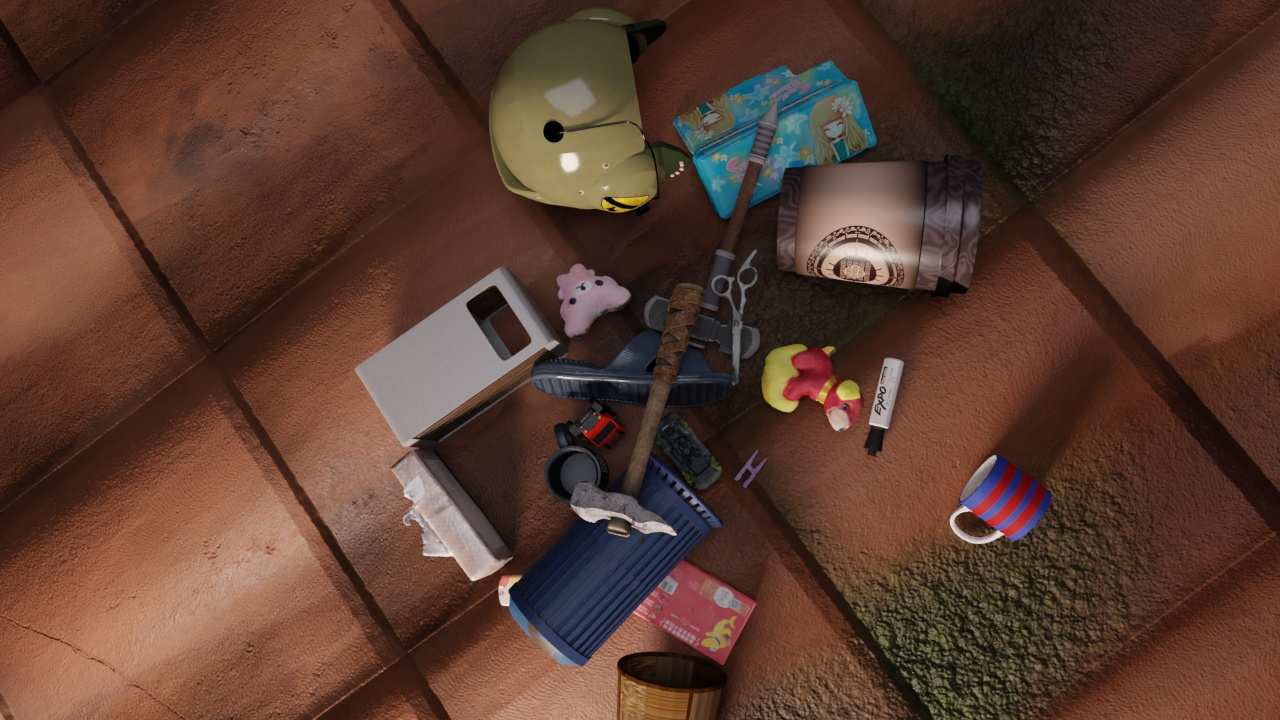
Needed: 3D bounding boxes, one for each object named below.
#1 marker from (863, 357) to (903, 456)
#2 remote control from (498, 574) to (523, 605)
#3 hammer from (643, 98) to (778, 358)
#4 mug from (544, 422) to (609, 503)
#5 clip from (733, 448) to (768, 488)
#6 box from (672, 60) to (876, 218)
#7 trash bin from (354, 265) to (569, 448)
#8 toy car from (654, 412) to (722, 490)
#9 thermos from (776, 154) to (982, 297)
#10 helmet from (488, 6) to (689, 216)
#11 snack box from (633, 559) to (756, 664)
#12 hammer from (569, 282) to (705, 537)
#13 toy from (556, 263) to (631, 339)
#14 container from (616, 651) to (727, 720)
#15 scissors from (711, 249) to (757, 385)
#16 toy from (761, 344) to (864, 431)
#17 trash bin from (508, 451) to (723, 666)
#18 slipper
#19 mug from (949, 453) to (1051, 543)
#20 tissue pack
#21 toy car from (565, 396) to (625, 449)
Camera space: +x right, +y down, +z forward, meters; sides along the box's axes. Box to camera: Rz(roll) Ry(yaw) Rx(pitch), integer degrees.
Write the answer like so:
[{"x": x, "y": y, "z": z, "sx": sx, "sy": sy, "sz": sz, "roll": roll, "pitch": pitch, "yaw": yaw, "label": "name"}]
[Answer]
[{"x": 0.307, "y": 0.060, "z": 1.163, "sx": 0.025, "sy": 0.025, "sz": 0.126, "roll": 14, "pitch": 85, "yaw": 8, "label": "marker"}, {"x": -0.123, "y": 0.296, "z": 1.183, "sx": 0.126, "sy": 0.018, "sz": 0.038, "roll": -2, "pitch": 83, "yaw": 8, "label": "remote control"}, {"x": 0.120, "y": -0.171, "z": 1.167, "sx": 0.156, "sy": 0.043, "sz": 0.322, "roll": 19, "pitch": 98, "yaw": 8, "label": "hammer"}, {"x": -0.086, "y": 0.129, "z": 1.169, "sx": 0.071, "sy": 0.077, "sz": 0.105, "roll": -21, "pitch": 81, "yaw": 3, "label": "mug"}, {"x": 0.145, "y": 0.141, "z": 1.177, "sx": 0.053, "sy": 0.013, "sz": 0.037, "roll": -37, "pitch": 80, "yaw": 3, "label": "clip"}, {"x": 0.172, "y": -0.306, "z": 1.200, "sx": 0.227, "sy": 0.083, "sz": 0.172, "roll": -26, "pitch": 81, "yaw": 3, "label": "box"}, {"x": -0.225, "y": 0.000, "z": 1.181, "sx": 0.229, "sy": 0.114, "sz": 0.114, "roll": -35, "pitch": 81, "yaw": 1, "label": "trash bin"}, {"x": 0.059, "y": 0.117, "z": 1.178, "sx": 0.048, "sy": 0.033, "sz": 0.105, "roll": -39, "pitch": 85, "yaw": -2, "label": "toy car"}, {"x": 0.288, "y": -0.168, "z": 1.128, "sx": 0.226, "sy": 0.172, "sz": 0.172, "roll": 5, "pitch": 83, "yaw": 13, "label": "thermos"}, {"x": -0.070, "y": -0.292, "z": 1.120, "sx": 0.233, "sy": 0.256, "sz": 0.250, "roll": -9, "pitch": 80, "yaw": 1, "label": "helmet"}, {"x": 0.067, "y": 0.310, "z": 1.158, "sx": 0.133, "sy": 0.021, "sz": 0.089, "roll": 29, "pitch": 87, "yaw": 9, "label": "snack box"}, {"x": 0.020, "y": 0.051, "z": 1.072, "sx": 0.122, "sy": 0.049, "sz": 0.318, "roll": 9, "pitch": 68, "yaw": 21, "label": "hammer"}, {"x": -0.073, "y": -0.086, "z": 1.210, "sx": 0.099, "sy": 0.053, "sz": 0.096, "roll": -35, "pitch": 68, "yaw": -2, "label": "toy"}, {"x": 0.028, "y": 0.452, "z": 1.097, "sx": 0.132, "sy": 0.132, "sz": 0.167, "roll": 6, "pitch": 89, "yaw": 7, "label": "container"}, {"x": 0.128, "y": -0.054, "z": 1.127, "sx": 0.090, "sy": 0.014, "sz": 0.171, "roll": -23, "pitch": 69, "yaw": 15, "label": "scissors"}, {"x": 0.220, "y": 0.028, "z": 1.163, "sx": 0.137, "sy": 0.067, "sz": 0.105, "roll": 28, "pitch": 84, "yaw": 21, "label": "toy"}, {"x": -0.035, "y": 0.239, "z": 1.106, "sx": 0.139, "sy": 0.139, "sz": 0.249, "roll": 43, "pitch": 83, "yaw": 9, "label": "trash bin"}, {"x": -0.007, "y": 0.007, "z": 1.173, "sx": 0.264, "sy": 0.101, "sz": 0.082, "roll": 2, "pitch": 66, "yaw": 6, "label": "slipper"}, {"x": 0.432, "y": 0.180, "z": 1.117, "sx": 0.076, "sy": 0.074, "sz": 0.112, "roll": 36, "pitch": 114, "yaw": 9, "label": "mug"}, {"x": -0.247, "y": 0.199, "z": 1.166, "sx": 0.071, "sy": 0.104, "sz": 0.181, "roll": -37, "pitch": 82, "yaw": 3, "label": "tissue pack"}, {"x": -0.053, "y": 0.083, "z": 1.160, "sx": 0.051, "sy": 0.100, "sz": 0.049, "roll": -46, "pitch": 74, "yaw": 1, "label": "toy car"}]
